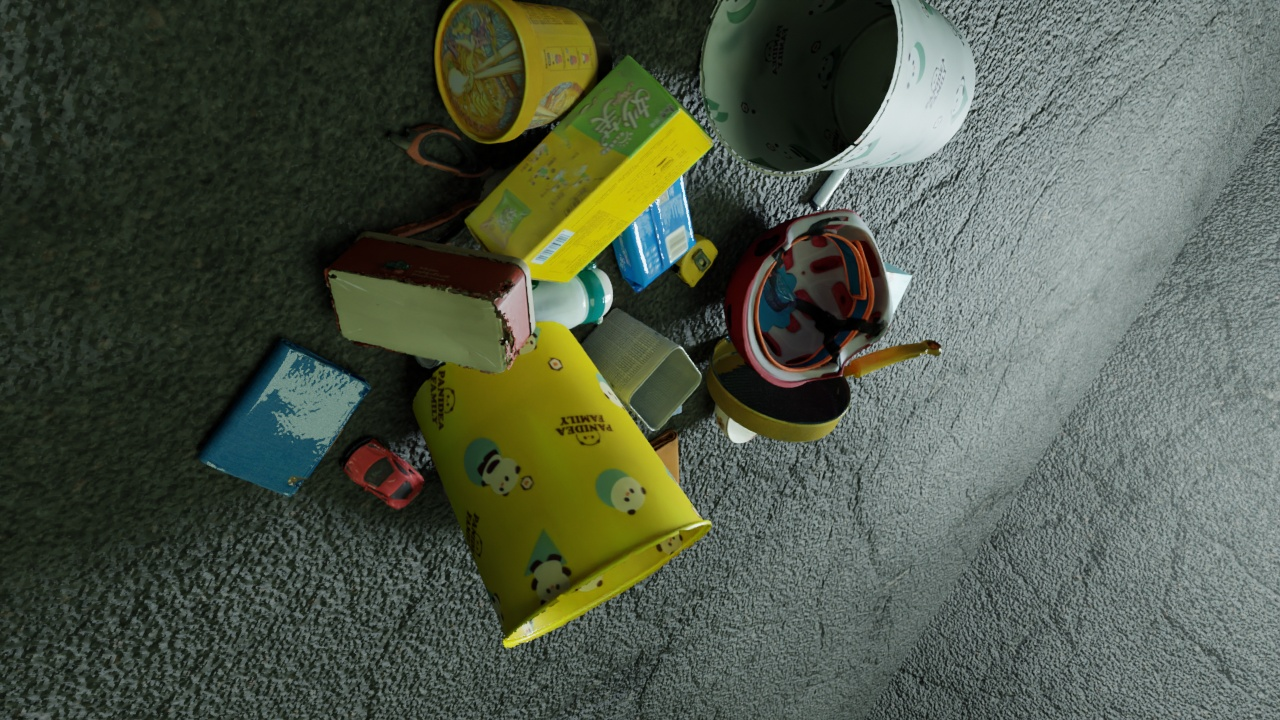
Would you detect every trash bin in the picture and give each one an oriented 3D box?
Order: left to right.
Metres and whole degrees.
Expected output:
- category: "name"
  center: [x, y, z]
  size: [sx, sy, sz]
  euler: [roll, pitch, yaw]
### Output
- category: "trash bin"
  center: [-0.091, 0.115, 0.920]
  size: [0.229, 0.255, 0.230]
  euler: [-29, 163, -10]
- category: "trash bin"
  center: [0.231, -0.310, 0.999]
  size: [0.251, 0.229, 0.230]
  euler: [-9, 126, -49]

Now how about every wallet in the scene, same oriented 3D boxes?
- category: "wallet"
  center: [-0.325, 0.055, 0.848]
  size: [0.133, 0.040, 0.106]
  euler: [-54, 135, 2]
- category: "wallet"
  center: [0.013, 0.174, 1.316]
  size: [0.107, 0.031, 0.132]
  euler: [-30, 137, -29]

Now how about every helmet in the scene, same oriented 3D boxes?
- category: "helmet"
  center: [0.197, -0.080, 1.200]
  size: [0.239, 0.144, 0.207]
  euler: [-35, 113, -15]

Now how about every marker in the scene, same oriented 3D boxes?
- category: "marker"
  center: [0.274, -0.259, 1.248]
  size: [0.131, 0.018, 0.022]
  euler: [-54, 153, 2]

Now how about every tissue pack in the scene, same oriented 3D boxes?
- category: "tissue pack"
  center: [0.008, -0.156, 1.018]
  size: [0.094, 0.052, 0.157]
  euler: [-39, 142, -20]

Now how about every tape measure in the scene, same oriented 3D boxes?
- category: "tape measure"
  center: [0.067, -0.125, 1.127]
  size: [0.060, 0.029, 0.057]
  euler: [-51, 143, -2]

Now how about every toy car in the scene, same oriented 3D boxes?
- category: "toy car"
  center: [-0.270, 0.120, 0.967]
  size: [0.049, 0.031, 0.106]
  euler: [-46, 141, -10]

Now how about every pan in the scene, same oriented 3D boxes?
- category: "pan"
  center: [0.262, 0.015, 1.266]
  size: [0.356, 0.197, 0.078]
  euler: [-3, 131, -24]

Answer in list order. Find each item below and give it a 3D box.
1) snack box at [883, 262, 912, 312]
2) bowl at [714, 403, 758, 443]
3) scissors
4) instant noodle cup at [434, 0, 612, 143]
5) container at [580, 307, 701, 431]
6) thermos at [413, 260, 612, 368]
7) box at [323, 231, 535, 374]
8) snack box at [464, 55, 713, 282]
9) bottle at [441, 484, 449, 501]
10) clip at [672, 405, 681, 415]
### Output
- category: "snack box"
  center: [0.345, -0.113, 1.415]
  size: [0.174, 0.051, 0.074]
  euler: [0, 119, -46]
- category: "bowl"
  center: [0.148, 0.058, 1.336]
  size: [0.113, 0.062, 0.114]
  euler: [-26, 135, -30]
- category: "scissors"
  center: [-0.155, -0.164, 0.867]
  size: [0.226, 0.015, 0.189]
  euler: [25, 100, -52]
- category: "instant noodle cup"
  center: [-0.095, -0.252, 0.783]
  size: [0.114, 0.118, 0.119]
  euler: [-24, 135, -44]
- category: "container"
  center: [-0.006, 0.006, 1.084]
  size: [0.090, 0.114, 0.090]
  euler: [-48, 143, -7]
- category: "thermos"
  center: [-0.128, -0.053, 0.947]
  size: [0.223, 0.073, 0.073]
  euler: [-18, 131, -38]
- category: "box"
  center: [-0.184, -0.045, 0.794]
  size: [0.080, 0.168, 0.091]
  euler: [-62, 159, -47]
- category: "snack box"
  center: [-0.042, -0.167, 0.851]
  size: [0.210, 0.070, 0.157]
  euler: [-42, 171, 13]
- category: "bottle"
  center: [-0.154, 0.158, 1.090]
  size: [0.189, 0.068, 0.068]
  euler: [20, 104, -52]
- category: "clip"
  center: [0.044, 0.045, 1.251]
  size: [0.027, 0.045, 0.058]
  euler: [-11, 118, -38]
